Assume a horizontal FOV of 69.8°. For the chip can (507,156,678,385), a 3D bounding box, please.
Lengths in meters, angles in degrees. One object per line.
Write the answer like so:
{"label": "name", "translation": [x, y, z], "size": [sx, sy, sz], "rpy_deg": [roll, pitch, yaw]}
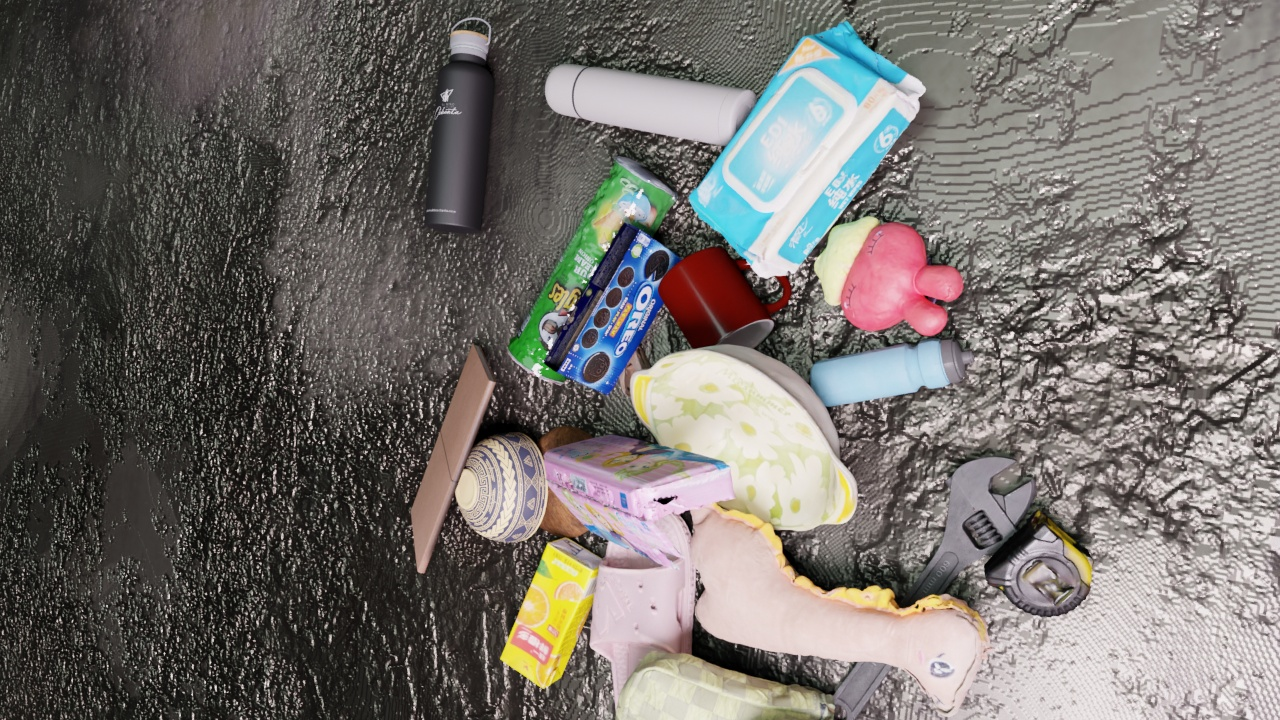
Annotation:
{"label": "chip can", "translation": [-0.046, -0.086, 0.892], "size": [0.075, 0.075, 0.223], "rpy_deg": [40, 106, 27]}

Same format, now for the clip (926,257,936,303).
{"label": "clip", "translation": [0.237, -0.056, 0.752], "size": [0.036, 0.013, 0.053], "rpy_deg": [42, 111, 27]}

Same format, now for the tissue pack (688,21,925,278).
{"label": "tissue pack", "translation": [0.140, -0.180, 0.784], "size": [0.210, 0.066, 0.117], "rpy_deg": [-52, 56, 16]}

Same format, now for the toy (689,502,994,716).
{"label": "toy", "translation": [0.143, 0.183, 0.747], "size": [0.265, 0.065, 0.196], "rpy_deg": [-7, 101, 42]}

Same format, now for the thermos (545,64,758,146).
{"label": "thermos", "translation": [0.004, -0.248, 0.881], "size": [0.224, 0.052, 0.052], "rpy_deg": [19, 97, 31]}

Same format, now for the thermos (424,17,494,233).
{"label": "thermos", "translation": [-0.194, -0.258, 0.998], "size": [0.061, 0.061, 0.231], "rpy_deg": [5, 90, 31]}

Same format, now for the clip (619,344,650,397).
{"label": "clip", "translation": [0.000, 0.004, 0.886], "size": [0.043, 0.024, 0.061], "rpy_deg": [-15, 74, 30]}

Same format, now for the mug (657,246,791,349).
{"label": "mug", "translation": [0.081, -0.055, 0.820], "size": [0.105, 0.073, 0.082], "rpy_deg": [-29, 70, -3]}

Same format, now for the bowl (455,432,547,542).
{"label": "bowl", "translation": [-0.152, 0.129, 0.931], "size": [0.113, 0.061, 0.112], "rpy_deg": [-5, 84, 48]}

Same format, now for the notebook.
{"label": "notebook", "translation": [-0.199, 0.097, 0.960], "size": [0.209, 0.008, 0.141], "rpy_deg": [-68, 21, 10]}

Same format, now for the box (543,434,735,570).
{"label": "box", "translation": [-0.006, 0.127, 0.795], "size": [0.231, 0.085, 0.096], "rpy_deg": [4, 105, 64]}

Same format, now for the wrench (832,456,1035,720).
{"label": "wrench", "translation": [0.226, 0.193, 0.741], "size": [0.073, 0.018, 0.273], "rpy_deg": [38, 108, 28]}

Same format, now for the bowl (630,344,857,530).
{"label": "bowl", "translation": [0.094, 0.054, 0.772], "size": [0.219, 0.060, 0.189], "rpy_deg": [25, 141, 27]}

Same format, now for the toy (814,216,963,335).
{"label": "toy", "translation": [0.199, -0.067, 0.749], "size": [0.135, 0.045, 0.092], "rpy_deg": [40, 114, 41]}

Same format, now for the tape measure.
{"label": "tape measure", "translation": [0.297, 0.157, 0.677], "size": [0.062, 0.038, 0.067], "rpy_deg": [39, 109, 1]}

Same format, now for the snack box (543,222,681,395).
{"label": "snack box", "translation": [-0.022, -0.045, 0.854], "size": [0.027, 0.082, 0.150], "rpy_deg": [34, 95, 40]}

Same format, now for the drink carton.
{"label": "drink carton", "translation": [-0.085, 0.249, 0.911], "size": [0.058, 0.043, 0.135], "rpy_deg": [26, 100, 21]}

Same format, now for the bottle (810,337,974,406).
{"label": "bottle", "translation": [0.206, 0.009, 0.750], "size": [0.130, 0.040, 0.040], "rpy_deg": [-13, 80, 30]}

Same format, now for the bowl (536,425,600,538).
{"label": "bowl", "translation": [-0.083, 0.123, 0.928], "size": [0.102, 0.026, 0.114], "rpy_deg": [16, 95, 31]}

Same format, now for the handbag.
{"label": "handbag", "translation": [0.067, 0.318, 0.757], "size": [0.186, 0.116, 0.113], "rpy_deg": [14, 103, 6]}

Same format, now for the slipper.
{"label": "slipper", "translation": [-0.001, 0.255, 0.849], "size": [0.094, 0.064, 0.239], "rpy_deg": [-4, 87, 31]}
